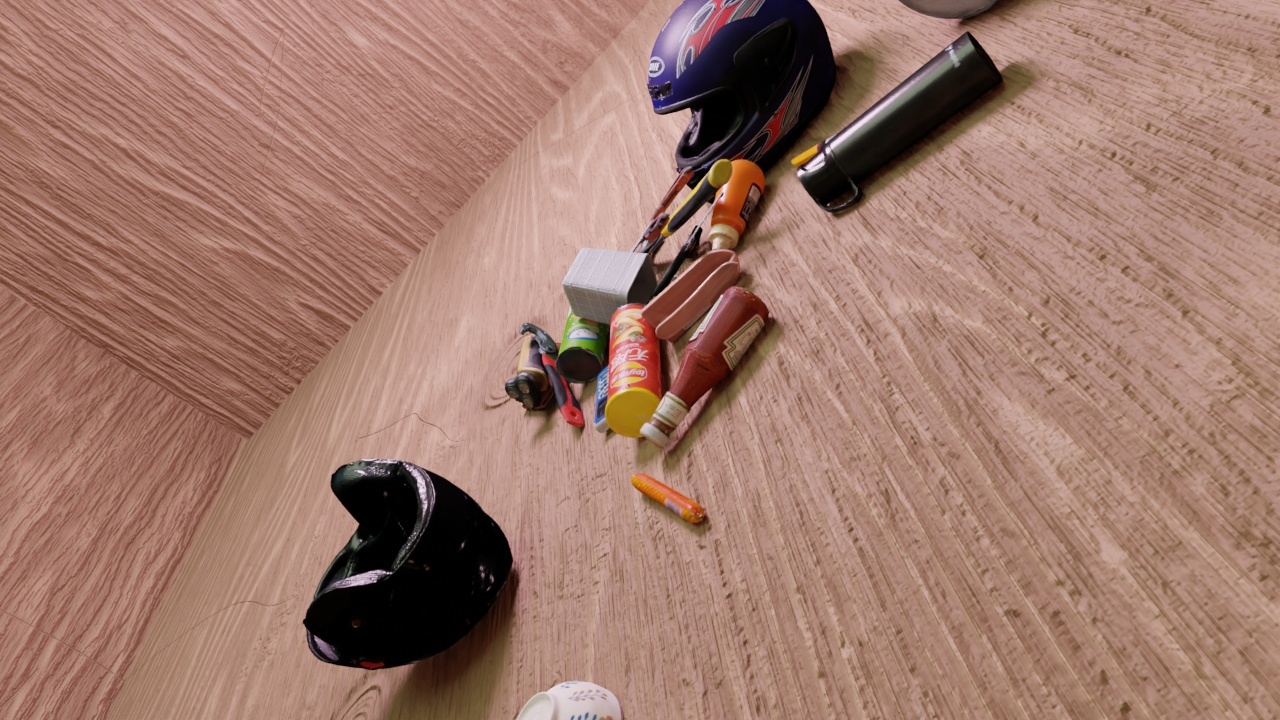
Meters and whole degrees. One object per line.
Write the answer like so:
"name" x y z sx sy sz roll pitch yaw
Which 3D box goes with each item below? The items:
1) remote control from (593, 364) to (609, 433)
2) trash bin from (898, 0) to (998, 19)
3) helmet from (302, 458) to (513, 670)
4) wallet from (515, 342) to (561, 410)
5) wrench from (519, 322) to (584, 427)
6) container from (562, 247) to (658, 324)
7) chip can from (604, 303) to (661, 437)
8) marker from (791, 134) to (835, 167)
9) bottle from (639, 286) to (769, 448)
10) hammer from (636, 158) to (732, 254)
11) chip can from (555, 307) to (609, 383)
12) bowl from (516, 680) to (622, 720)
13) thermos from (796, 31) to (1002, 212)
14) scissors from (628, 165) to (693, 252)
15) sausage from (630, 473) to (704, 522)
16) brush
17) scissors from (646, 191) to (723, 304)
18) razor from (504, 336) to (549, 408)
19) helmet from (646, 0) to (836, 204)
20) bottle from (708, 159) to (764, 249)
"remote control" -0.038 0.046 1.248 0.049 0.024 0.124 -39 25 24
"trash bin" 0.400 -0.547 1.137 0.227 0.226 0.195 0 67 61
"helmet" -0.299 0.265 1.142 0.275 0.230 0.233 -48 29 27
"wallet" -0.142 0.024 1.464 0.101 0.032 0.124 2 57 58
"wrench" -0.130 0.019 1.384 0.016 0.056 0.273 -60 33 21
"container" -0.045 -0.106 1.343 0.111 0.090 0.090 11 57 22
"chip can" -0.007 0.007 1.192 0.073 0.073 0.216 -40 25 24
"marker" 0.256 -0.292 1.232 0.124 0.015 0.018 -25 35 40
"bottle" 0.071 0.009 1.063 0.206 0.060 0.060 -54 23 -6
"hammer" 0.049 -0.197 1.346 0.126 0.032 0.324 -65 11 -25
"chip can" -0.080 -0.065 1.428 0.072 0.072 0.235 -36 28 31
"bowl" -0.076 0.342 0.835 0.114 0.062 0.113 -39 27 25
"thermos" 0.299 -0.265 1.066 0.243 0.068 0.090 -37 59 32
"scissors" 0.017 -0.202 1.371 0.189 0.015 0.226 -60 10 -3
"sausage" 0.027 0.146 0.987 0.021 0.021 0.165 -54 24 -8
"brush" 0.072 -0.088 1.202 0.146 0.063 0.073 -42 21 16
"scissors" 0.062 -0.147 1.273 0.229 0.021 0.220 -57 2 20
"razor" -0.176 0.011 1.441 0.067 0.062 0.167 -12 30 3
"helmet" 0.128 -0.424 1.375 0.315 0.240 0.247 -51 22 1
"bottle" 0.129 -0.209 1.287 0.067 0.066 0.149 -16 48 53
